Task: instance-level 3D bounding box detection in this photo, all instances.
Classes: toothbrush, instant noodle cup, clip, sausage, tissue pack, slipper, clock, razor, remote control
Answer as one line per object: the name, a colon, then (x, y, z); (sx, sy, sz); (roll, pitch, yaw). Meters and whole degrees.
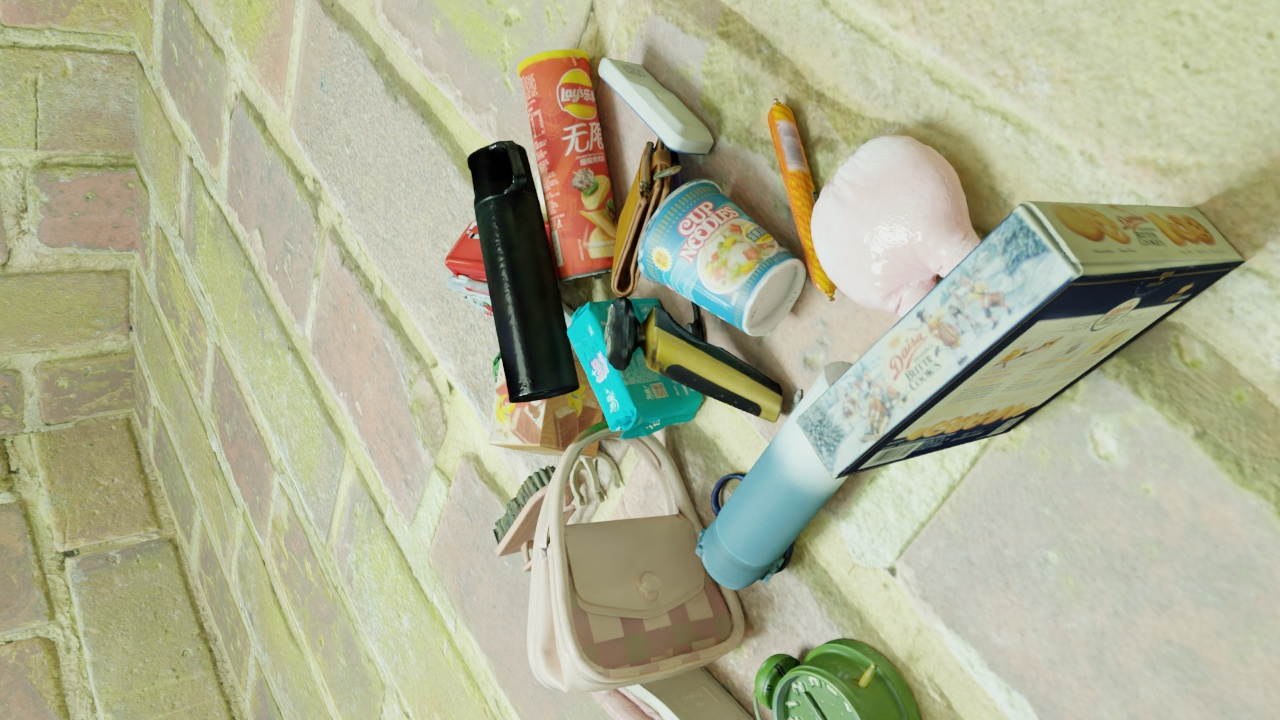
toothbrush: (0.039, -0.096, 0.828); (0.014, 0.016, 0.189); (-3, 95, 52)
instant noodle cup: (0.071, -0.077, 0.738); (0.110, 0.099, 0.099); (39, 128, 29)
clip: (-0.064, 0.113, 0.993); (0.104, 0.034, 0.087); (52, 134, 36)
sausage: (0.125, -0.124, 0.707); (0.022, 0.021, 0.165); (-20, 83, 52)
tissue pack: (-0.005, 0.005, 0.845); (0.050, 0.093, 0.133); (-41, 66, 43)
slipper: (0.027, 0.330, 0.874); (0.274, 0.114, 0.054); (31, 110, 35)
clock: (0.152, 0.294, 0.750); (0.162, 0.056, 0.116); (-28, 76, 51)
razor: (0.043, 0.005, 0.769); (0.167, 0.067, 0.062); (27, 149, 6)
remote control: (0.014, -0.223, 0.800); (0.125, 0.048, 0.024); (51, 127, 30)

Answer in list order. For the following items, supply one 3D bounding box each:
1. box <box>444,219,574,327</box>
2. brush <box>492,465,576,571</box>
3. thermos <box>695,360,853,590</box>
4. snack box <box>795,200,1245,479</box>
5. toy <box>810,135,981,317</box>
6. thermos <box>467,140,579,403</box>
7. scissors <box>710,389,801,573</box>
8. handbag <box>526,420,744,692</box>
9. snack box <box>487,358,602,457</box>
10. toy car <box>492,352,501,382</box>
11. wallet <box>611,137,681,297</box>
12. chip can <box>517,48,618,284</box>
box: (-0.128, -0.096, 1.017); (0.201, 0.100, 0.095); (13, 68, 49)
brush: (-0.114, 0.181, 1.051); (0.146, 0.063, 0.073); (-55, 53, 40)
thermos: (0.118, 0.099, 0.727); (0.070, 0.070, 0.221); (52, 131, 30)
snack box: (0.206, -0.010, 0.507); (0.183, 0.177, 0.045); (-53, 55, 42)
toy: (0.180, -0.075, 0.623); (0.159, 0.054, 0.122); (60, 140, 28)
thermos: (-0.113, -0.086, 0.868); (0.090, 0.068, 0.242); (148, 111, -71)
scissors: (0.116, 0.110, 0.786); (0.163, 0.012, 0.162); (-20, 82, 51)
handbag: (-0.013, 0.171, 0.834); (0.094, 0.193, 0.234); (-25, 69, 49)
snack box: (-0.097, 0.048, 0.956); (0.093, 0.077, 0.094); (-3, 75, 47)
toy car: (-0.139, -0.003, 1.050); (0.091, 0.043, 0.036); (-38, 69, 48)
wallet: (0.001, -0.136, 0.797); (0.130, 0.035, 0.119); (-86, 17, -56)
chip can: (-0.065, -0.185, 0.889); (0.073, 0.073, 0.216); (-9, 91, 52)
